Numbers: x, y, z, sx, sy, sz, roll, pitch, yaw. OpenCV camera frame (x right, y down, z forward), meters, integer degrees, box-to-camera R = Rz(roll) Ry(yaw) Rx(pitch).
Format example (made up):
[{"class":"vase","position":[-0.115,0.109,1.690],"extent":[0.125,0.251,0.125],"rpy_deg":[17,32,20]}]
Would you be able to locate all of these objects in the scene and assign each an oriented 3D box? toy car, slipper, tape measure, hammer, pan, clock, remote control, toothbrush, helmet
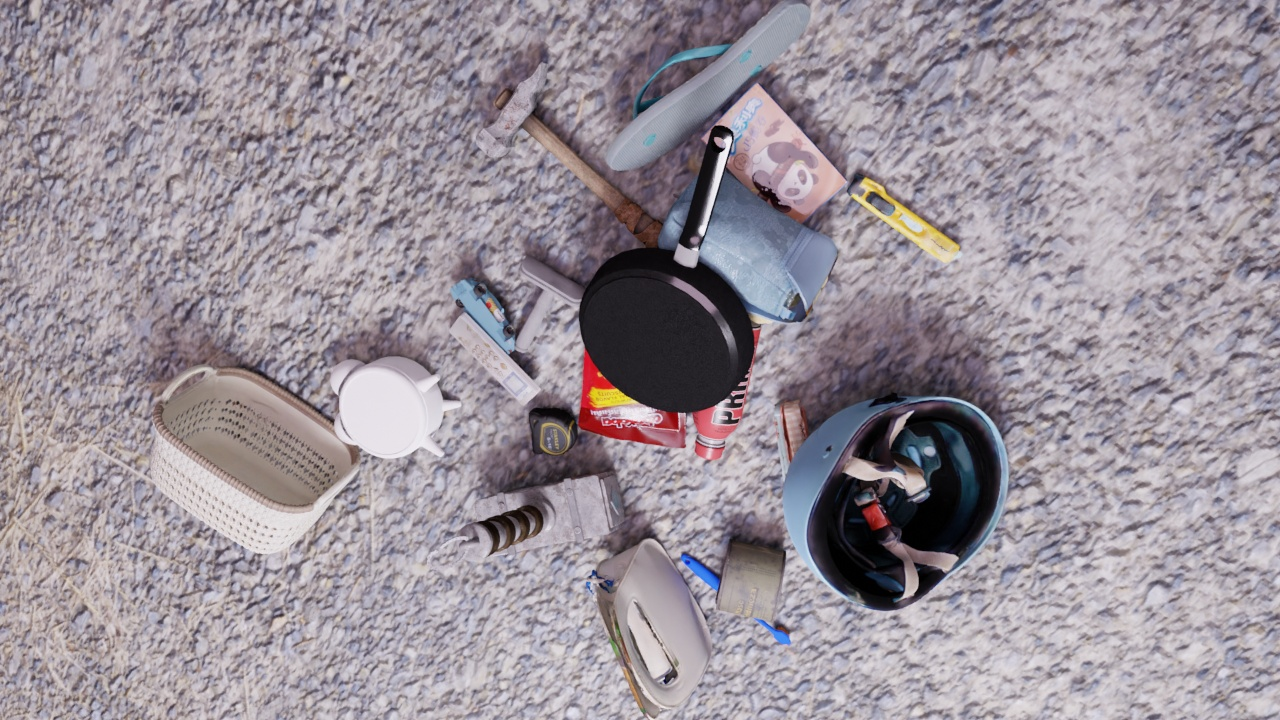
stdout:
[{"class":"toy car","position":[-0.188,-0.058,1.141],"extent":[0.060,0.027,0.108],"rpy_deg":[-21,108,51]},{"class":"slipper","position":[0.066,-0.306,1.008],"extent":[0.269,0.098,0.054],"rpy_deg":[-36,72,10]},{"class":"tape measure","position":[-0.110,0.090,1.171],"extent":[0.061,0.034,0.062],"rpy_deg":[6,118,13]},{"class":"hammer","position":[-0.143,0.191,1.056],"extent":[0.177,0.326,0.079],"rpy_deg":[-13,85,14]},{"class":"pan","position":[0.038,-0.081,0.967],"extent":[0.204,0.043,0.357],"rpy_deg":[25,133,11]},{"class":"clock","position":[-0.321,0.058,1.190],"extent":[0.161,0.072,0.125],"rpy_deg":[5,107,16]},{"class":"remote control","position":[-0.184,0.000,1.157],"extent":[0.136,0.011,0.050],"rpy_deg":[46,145,-4]},{"class":"toothbrush","position":[0.125,0.312,1.203],"extent":[0.182,0.018,0.016],"rpy_deg":[39,108,1]},{"class":"helmet","position":[0.277,0.141,1.037],"extent":[0.265,0.167,0.225],"rpy_deg":[-23,107,-13]},{"class":"hammer","position":[-0.044,-0.202,1.073],"extent":[0.319,0.048,0.122],"rpy_deg":[42,106,-5]}]

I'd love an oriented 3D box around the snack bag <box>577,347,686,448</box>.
[{"class":"snack bag","position":[-0.007,0.007,1.130],"extent":[0.139,0.066,0.208],"rpy_deg":[4,116,4]}]

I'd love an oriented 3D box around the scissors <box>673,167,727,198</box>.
[{"class":"scissors","position":[0.114,-0.148,1.065],"extent":[0.175,0.014,0.141],"rpy_deg":[17,93,-4]}]

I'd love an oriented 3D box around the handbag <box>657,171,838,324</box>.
[{"class":"handbag","position":[0.114,-0.113,1.009],"extent":[0.192,0.121,0.119],"rpy_deg":[30,144,3]}]

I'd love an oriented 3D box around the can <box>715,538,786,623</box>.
[{"class":"can","position":[0.137,0.275,1.148],"extent":[0.074,0.089,0.090],"rpy_deg":[11,107,7]}]

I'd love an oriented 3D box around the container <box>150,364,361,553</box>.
[{"class":"container","position":[-0.502,0.130,1.185],"extent":[0.246,0.184,0.143],"rpy_deg":[35,118,0]}]

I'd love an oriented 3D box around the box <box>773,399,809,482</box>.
[{"class":"box","position":[0.201,0.136,1.120],"extent":[0.059,0.056,0.187],"rpy_deg":[-20,106,-27]}]

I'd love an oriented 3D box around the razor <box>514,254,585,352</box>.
[{"class":"razor","position":[-0.126,-0.059,1.131],"extent":[0.088,0.047,0.116],"rpy_deg":[31,116,1]}]

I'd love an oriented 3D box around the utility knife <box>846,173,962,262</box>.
[{"class":"utility knife","position":[0.299,-0.159,1.036],"extent":[0.151,0.017,0.031],"rpy_deg":[34,118,-3]}]

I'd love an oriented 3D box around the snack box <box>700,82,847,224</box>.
[{"class":"snack box","position":[0.151,-0.227,1.033],"extent":[0.087,0.034,0.151],"rpy_deg":[-42,94,19]}]

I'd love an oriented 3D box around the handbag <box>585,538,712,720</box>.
[{"class":"handbag","position":[0.001,0.341,1.138],"extent":[0.093,0.199,0.200],"rpy_deg":[-27,97,20]}]

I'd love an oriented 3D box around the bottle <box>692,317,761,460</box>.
[{"class":"bottle","position":[0.098,0.034,1.102],"extent":[0.062,0.062,0.177],"rpy_deg":[12,107,7]}]
